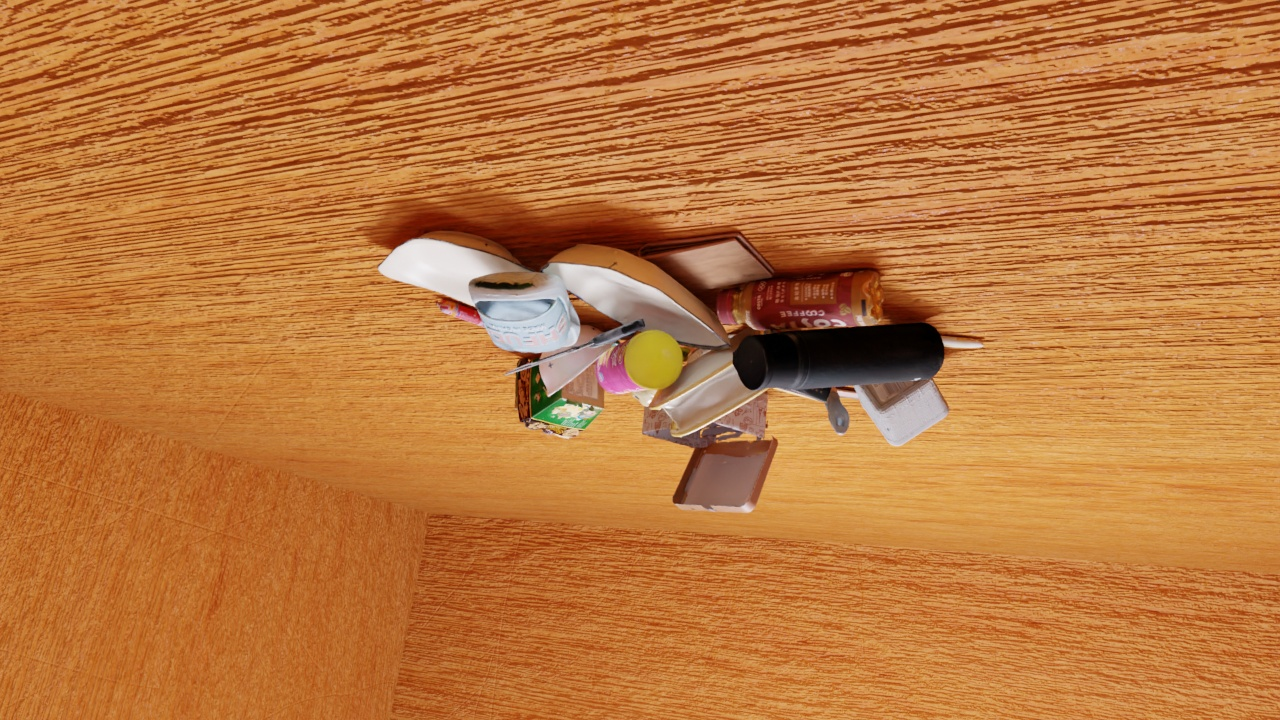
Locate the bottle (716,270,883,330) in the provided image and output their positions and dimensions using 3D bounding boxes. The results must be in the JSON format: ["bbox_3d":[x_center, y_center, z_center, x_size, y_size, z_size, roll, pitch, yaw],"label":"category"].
[{"bbox_3d":[0.169,-0.063,0.989,0.175,0.057,0.057,-2,160,29],"label":"bottle"}]

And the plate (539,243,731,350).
[{"bbox_3d":[0.003,-0.071,1.034,0.162,0.034,0.265,11,168,36],"label":"plate"}]

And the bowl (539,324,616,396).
[{"bbox_3d":[-0.097,-0.014,1.231,0.065,0.118,0.118,51,154,-4],"label":"bowl"}]

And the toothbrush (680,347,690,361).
[{"bbox_3d":[0.026,-0.008,1.226,0.015,0.016,0.190,17,175,-17],"label":"toothbrush"}]

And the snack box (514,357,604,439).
[{"bbox_3d":[-0.114,0.044,1.398,0.118,0.117,0.106,17,149,-35],"label":"snack box"}]

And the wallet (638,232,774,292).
[{"bbox_3d":[0.071,-0.103,0.973,0.115,0.020,0.101,-6,160,31],"label":"wallet"}]

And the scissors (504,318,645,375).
[{"bbox_3d":[-0.071,-0.016,1.069,0.176,0.014,0.159,-20,179,30],"label":"scissors"}]

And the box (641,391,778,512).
[{"bbox_3d":[0.102,0.144,1.454,0.156,0.192,0.183,20,159,-33],"label":"box"}]

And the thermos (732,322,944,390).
[{"bbox_3d":[0.219,-0.008,1.029,0.242,0.068,0.090,-3,-166,-26],"label":"thermos"}]

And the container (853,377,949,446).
[{"bbox_3d":[0.322,0.036,1.155,0.090,0.090,0.114,-35,147,8],"label":"container"}]

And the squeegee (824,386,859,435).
[{"bbox_3d":[0.261,0.055,1.262,0.248,0.040,0.249,9,-169,3],"label":"squeegee"}]

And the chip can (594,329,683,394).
[{"bbox_3d":[-0.007,0.007,1.181,0.071,0.071,0.211,11,173,-12],"label":"chip can"}]

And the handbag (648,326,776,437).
[{"bbox_3d":[0.101,0.011,1.144,0.164,0.178,0.063,-31,104,22],"label":"handbag"}]

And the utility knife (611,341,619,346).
[{"bbox_3d":[-0.029,-0.002,1.347,0.029,0.013,0.157,-5,160,12],"label":"utility knife"}]

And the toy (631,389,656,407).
[{"bbox_3d":[0.043,0.033,1.339,0.105,0.066,0.158,-2,176,-41],"label":"toy"}]

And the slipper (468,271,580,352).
[{"bbox_3d":[-0.127,-0.042,1.044,0.104,0.074,0.245,1,168,8],"label":"slipper"}]

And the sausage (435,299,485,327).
[{"bbox_3d":[-0.211,-0.054,1.252,0.155,0.020,0.020,22,158,-38],"label":"sausage"}]

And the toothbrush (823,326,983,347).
[{"bbox_3d":[0.317,-0.026,1.108,0.191,0.018,0.016,6,165,5],"label":"toothbrush"}]

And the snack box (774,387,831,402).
[{"bbox_3d":[0.186,0.012,1.201,0.113,0.053,0.126,18,179,-31],"label":"snack box"}]

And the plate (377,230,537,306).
[{"bbox_3d":[-0.202,-0.109,1.044,0.164,0.034,0.164,18,161,-31],"label":"plate"}]
